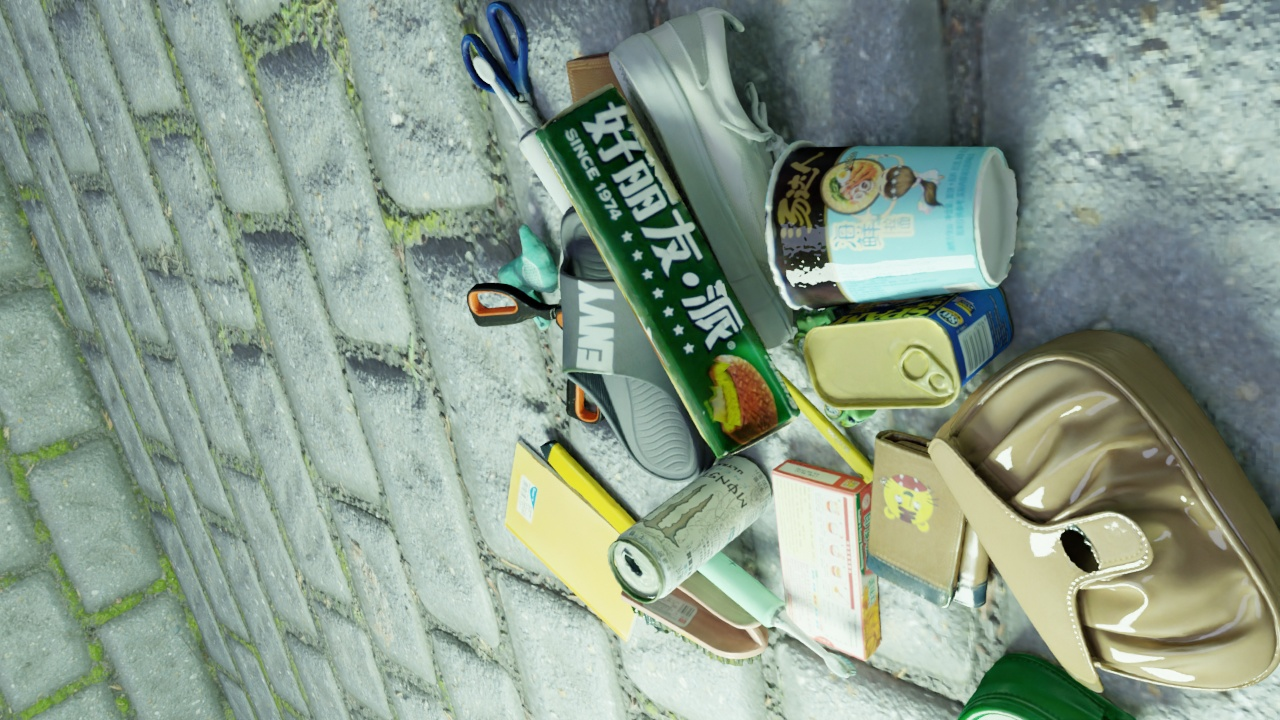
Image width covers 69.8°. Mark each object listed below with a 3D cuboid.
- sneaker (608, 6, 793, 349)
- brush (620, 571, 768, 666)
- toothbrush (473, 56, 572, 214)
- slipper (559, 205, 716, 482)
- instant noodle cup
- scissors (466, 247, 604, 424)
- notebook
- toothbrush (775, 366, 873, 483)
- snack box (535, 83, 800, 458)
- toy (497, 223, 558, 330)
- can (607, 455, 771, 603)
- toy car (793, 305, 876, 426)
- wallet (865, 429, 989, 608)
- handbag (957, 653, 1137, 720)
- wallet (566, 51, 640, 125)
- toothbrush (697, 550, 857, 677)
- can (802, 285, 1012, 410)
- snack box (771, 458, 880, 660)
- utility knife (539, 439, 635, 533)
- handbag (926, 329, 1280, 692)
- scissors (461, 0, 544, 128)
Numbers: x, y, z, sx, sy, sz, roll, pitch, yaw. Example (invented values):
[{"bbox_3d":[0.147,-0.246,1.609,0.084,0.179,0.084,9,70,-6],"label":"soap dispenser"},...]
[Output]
[{"bbox_3d":[0.069,-0.122,0.630,0.242,0.090,0.089,62,178,-29],"label":"sneaker"},{"bbox_3d":[0.054,0.227,0.845,0.146,0.063,0.073,22,136,36],"label":"brush"},{"bbox_3d":[-0.077,-0.163,0.775,0.221,0.027,0.026,56,-177,-1],"label":"toothbrush"},{"bbox_3d":[-0.004,0.004,0.735,0.111,0.083,0.268,2,124,30],"label":"slipper"},{"bbox_3d":[0.152,-0.083,0.544,0.121,0.111,0.111,2,113,37],"label":"instant noodle cup"},{"bbox_3d":[-0.072,-0.033,0.836,0.221,0.021,0.235,17,134,29],"label":"scissors"},{"bbox_3d":[-0.073,0.197,1.000,0.206,0.010,0.146,37,134,26],"label":"notebook"},{"bbox_3d":[0.106,0.021,0.687,0.190,0.016,0.016,46,168,4],"label":"toothbrush"},{"bbox_3d":[0.017,-0.057,0.619,0.240,0.063,0.114,61,180,-4],"label":"snack box"},{"bbox_3d":[-0.103,-0.075,0.864,0.092,0.030,0.096,-18,106,54],"label":"toy"},{"bbox_3d":[0.042,0.133,0.738,0.058,0.146,0.058,24,128,35],"label":"can"},{"bbox_3d":[0.141,0.001,0.641,0.036,0.043,0.091,-15,100,48],"label":"toy car"},{"bbox_3d":[0.204,0.112,0.649,0.090,0.033,0.115,18,121,39],"label":"wallet"},{"bbox_3d":[0.281,0.278,0.634,0.120,0.067,0.131,21,126,36],"label":"handbag"},{"bbox_3d":[-0.009,-0.176,0.709,0.101,0.032,0.125,12,119,45],"label":"wallet"},{"bbox_3d":[0.094,0.199,0.783,0.224,0.027,0.026,32,106,46],"label":"toothbrush"},{"bbox_3d":[0.168,-0.012,0.575,0.102,0.083,0.057,-5,108,47],"label":"can"},{"bbox_3d":[0.149,0.159,0.735,0.077,0.026,0.156,13,120,42],"label":"snack box"},{"bbox_3d":[-0.048,0.134,0.934,0.154,0.015,0.033,43,143,19],"label":"utility knife"},{"bbox_3d":[0.261,0.092,0.524,0.148,0.099,0.204,-39,79,46],"label":"handbag"},{"bbox_3d":[-0.095,-0.226,0.783,0.171,0.012,0.141,39,134,20],"label":"scissors"}]
